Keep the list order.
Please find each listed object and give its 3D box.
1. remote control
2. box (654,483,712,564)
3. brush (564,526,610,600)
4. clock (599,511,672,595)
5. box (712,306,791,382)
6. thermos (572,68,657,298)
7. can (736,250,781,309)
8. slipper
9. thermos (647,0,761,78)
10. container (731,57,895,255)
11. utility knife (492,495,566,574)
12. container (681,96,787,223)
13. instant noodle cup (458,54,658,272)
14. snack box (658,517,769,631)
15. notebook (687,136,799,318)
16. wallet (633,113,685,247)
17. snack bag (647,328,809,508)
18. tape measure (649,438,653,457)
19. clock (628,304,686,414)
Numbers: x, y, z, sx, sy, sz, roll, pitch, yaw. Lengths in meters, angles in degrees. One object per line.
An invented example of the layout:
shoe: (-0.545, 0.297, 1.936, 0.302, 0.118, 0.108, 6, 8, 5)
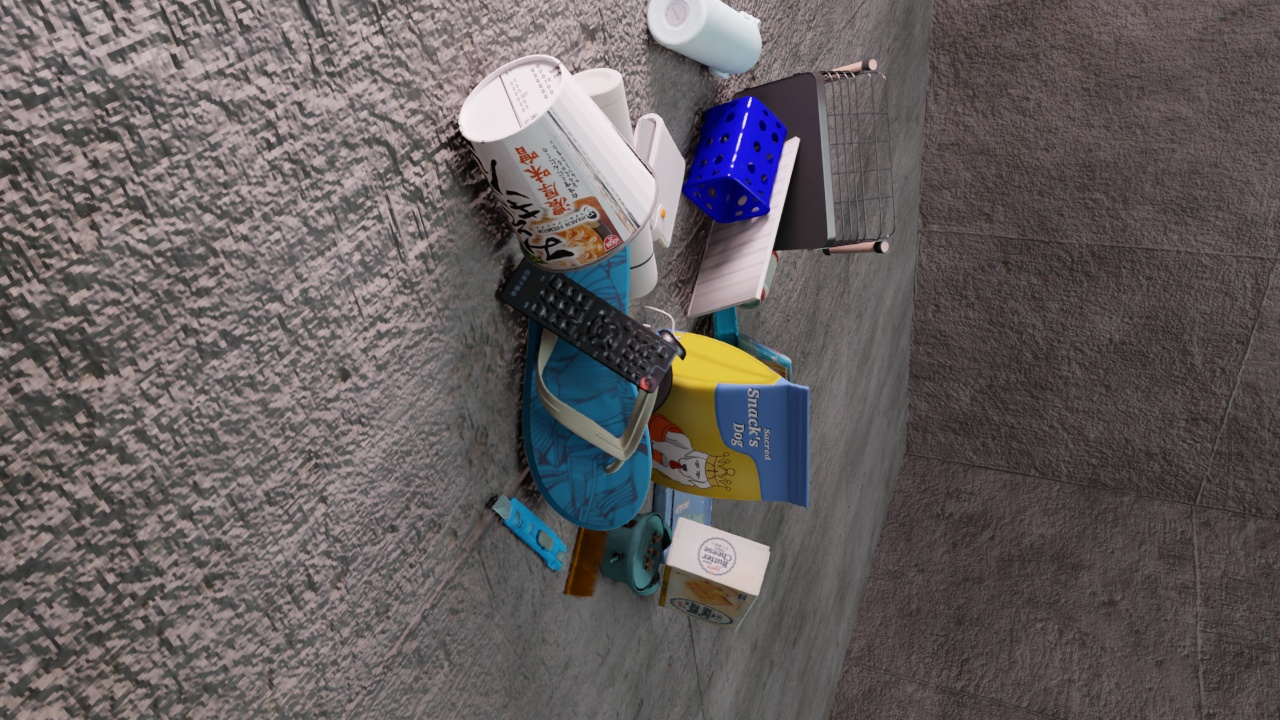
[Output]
remote control: (-0.042, -0.030, 0.759, 0.047, 0.150, 0.022, -58, -172, -8)
box: (0.054, 0.150, 1.180, 0.127, 0.034, 0.209, -15, 113, -54)
brush: (-0.049, 0.185, 0.964, 0.048, 0.017, 0.126, 33, 68, -65)
clock: (-0.002, 0.217, 1.043, 0.124, 0.053, 0.090, 55, 50, -59)
box: (0.140, 0.044, 1.228, 0.181, 0.071, 0.227, -120, -164, -49)
thermos: (-0.024, -0.155, 0.853, 0.224, 0.052, 0.052, 78, 31, -41)
can: (0.162, -0.156, 1.270, 0.067, 0.067, 0.169, 62, 43, -55)
slipper: (-0.044, 0.014, 0.795, 0.060, 0.118, 0.295, -147, -127, -72)
thermos: (0.076, -0.355, 0.997, 0.078, 0.065, 0.206, -63, 163, 19)
container: (0.224, -0.249, 1.165, 0.130, 0.163, 0.241, -11, 100, -31)
utility knife: (-0.099, 0.160, 0.845, 0.175, 0.015, 0.031, 58, 42, -56)
container: (0.113, -0.237, 1.084, 0.085, 0.085, 0.113, 32, 65, -39)
instant noodle cup: (-0.067, -0.151, 0.686, 0.122, 0.124, 0.123, 53, 50, -48)
snack box: (0.079, 0.251, 1.057, 0.208, 0.104, 0.057, 93, 16, -63)
notebook: (0.123, -0.158, 1.118, 0.009, 0.143, 0.209, 24, 72, -26)
wallet: (0.009, -0.186, 0.939, 0.115, 0.037, 0.118, 45, 54, -63)
snack bag: (0.088, 0.068, 0.991, 0.102, 0.205, 0.159, -39, 134, -43)
tape measure: (-0.026, 0.084, 0.919, 0.067, 0.062, 0.038, -23, 128, -19)
clock: (-0.005, 0.005, 0.909, 0.042, 0.091, 0.120, 31, 76, -76)
